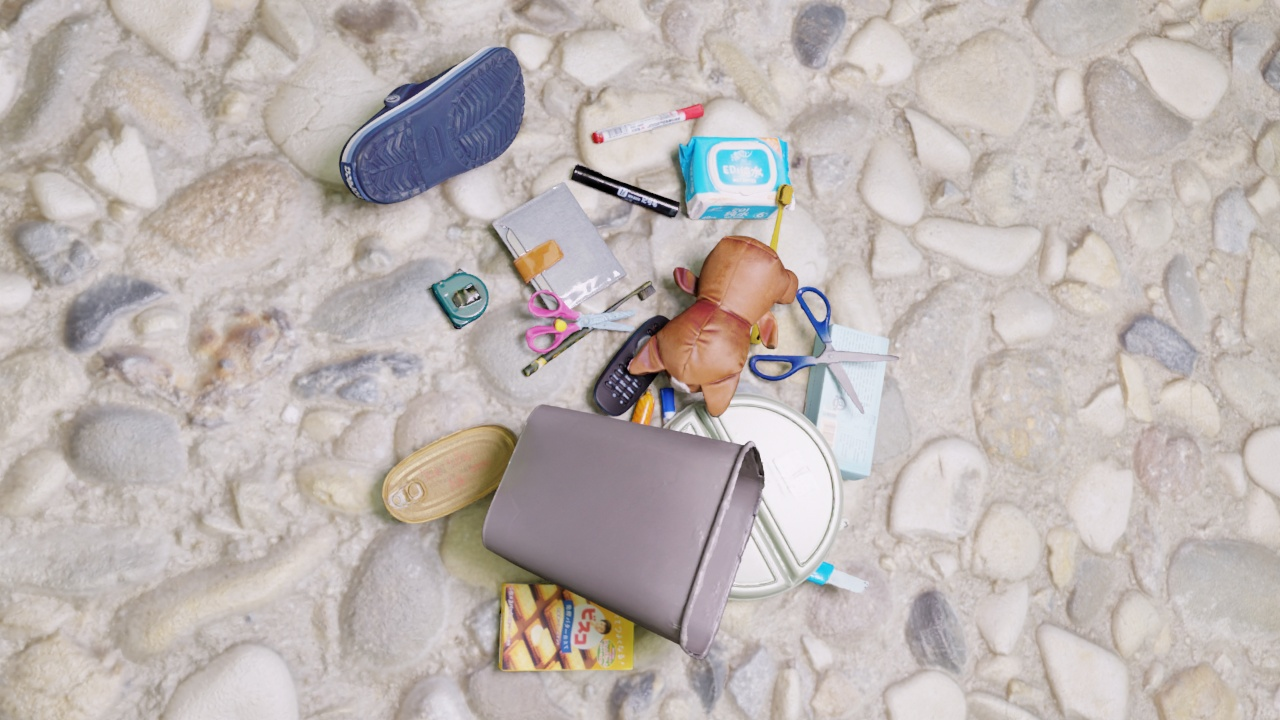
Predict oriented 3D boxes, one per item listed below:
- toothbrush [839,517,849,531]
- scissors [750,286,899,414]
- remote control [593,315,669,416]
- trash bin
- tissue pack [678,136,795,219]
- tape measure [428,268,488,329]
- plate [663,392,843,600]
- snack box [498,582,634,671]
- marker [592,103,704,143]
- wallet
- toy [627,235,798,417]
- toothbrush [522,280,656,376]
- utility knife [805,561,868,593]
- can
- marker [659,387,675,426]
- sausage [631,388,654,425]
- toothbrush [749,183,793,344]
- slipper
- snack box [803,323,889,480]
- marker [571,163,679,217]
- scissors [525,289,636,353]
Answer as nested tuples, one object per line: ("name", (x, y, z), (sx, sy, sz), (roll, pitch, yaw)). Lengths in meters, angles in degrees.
("toothbrush", (0.160, 0.220, 1.046), (0.189, 0.020, 0.029), (-21, 92, -19))
("scissors", (0.207, -0.010, 1.061), (0.162, 0.012, 0.175), (-20, 67, 13))
("remote control", (-0.006, 0.006, 1.035), (0.053, 0.024, 0.136), (44, 66, -12))
("trash bin", (-0.012, 0.154, 0.894), (0.220, 0.199, 0.198), (17, 72, 18))
("tissue pack", (0.115, -0.219, 1.094), (0.140, 0.063, 0.090), (-3, 80, -16))
("tape measure", (-0.193, -0.069, 0.999), (0.054, 0.025, 0.058), (-32, 90, -18))
("plate", (0.113, 0.147, 1.007), (0.230, 0.027, 0.230), (1, 81, -3))
("snack box", (-0.076, 0.278, 0.960), (0.140, 0.034, 0.087), (5, 78, -16))
("marker", (0.010, -0.285, 1.103), (0.145, 0.017, 0.017), (-19, 85, -18))
("wallet", (-0.092, -0.124, 1.032), (0.106, 0.037, 0.129), (-34, 89, -20))
("toy", (0.085, -0.040, 1.023), (0.140, 0.130, 0.199), (22, 68, 19))
("toothbrush", (-0.055, -0.035, 1.038), (0.185, 0.012, 0.017), (-37, 101, -19))
("utility knife", (0.164, 0.222, 1.022), (0.185, 0.018, 0.034), (19, 57, 3))
("can", (-0.195, 0.117, 0.949), (0.148, 0.049, 0.074), (-27, 87, -19))
("marker", (0.036, 0.103, 1.034), (0.017, 0.017, 0.145), (-2, 80, -16))
("sausage", (-0.011, 0.109, 1.016), (0.021, 0.021, 0.165), (20, 75, -11))
("toothbrush", (0.154, -0.112, 1.075), (0.015, 0.016, 0.190), (8, 98, -17))
("slipper", (-0.226, -0.251, 0.994), (0.095, 0.105, 0.252), (21, 52, 31))
("snack box", (0.238, 0.049, 1.082), (0.074, 0.052, 0.174), (15, 76, -11))
("marker", (-0.017, -0.199, 1.078), (0.132, 0.020, 0.022), (18, 46, -10))
("scissors", (-0.064, -0.053, 1.017), (0.137, 0.017, 0.077), (-12, 103, -21))
